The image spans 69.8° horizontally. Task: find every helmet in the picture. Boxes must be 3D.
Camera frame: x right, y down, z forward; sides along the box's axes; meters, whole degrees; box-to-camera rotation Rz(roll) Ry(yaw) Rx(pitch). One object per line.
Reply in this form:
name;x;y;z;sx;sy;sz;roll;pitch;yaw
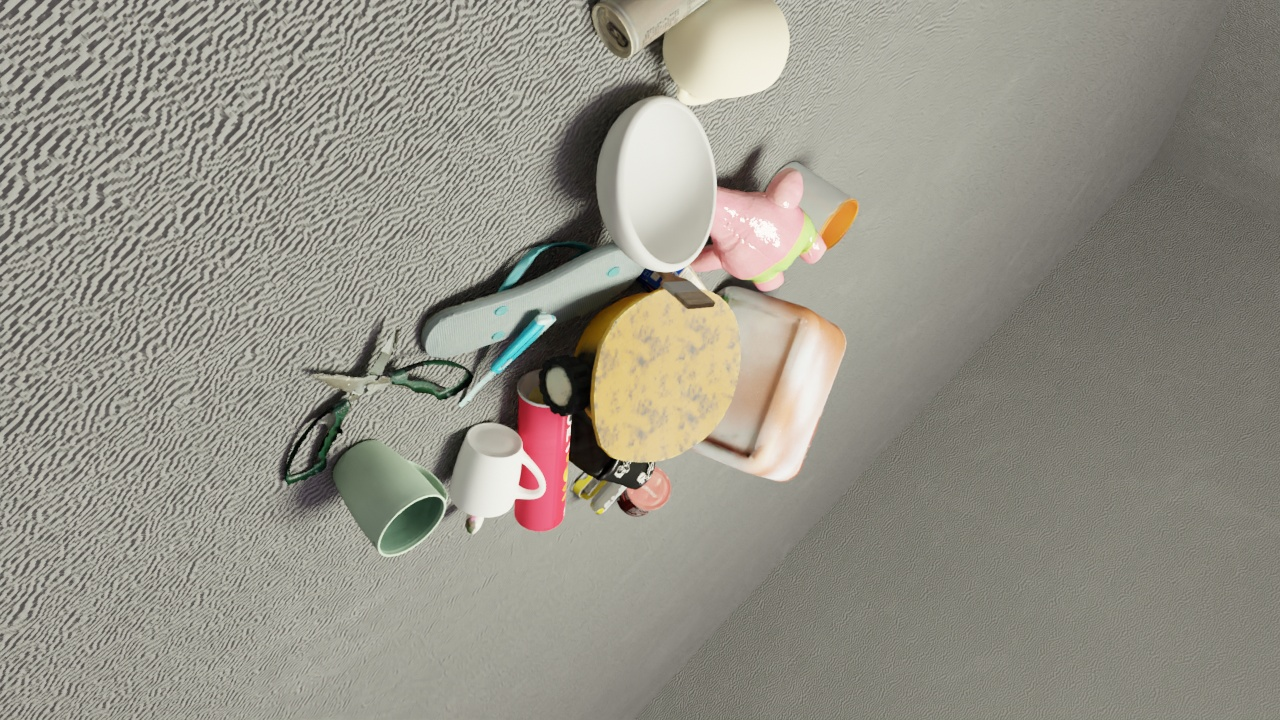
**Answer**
helmet;-0.007;0.006;1.094;0.254;0.131;0.205;-14;111;-43

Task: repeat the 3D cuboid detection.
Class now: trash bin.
trash bin;0.170;0.032;1.364;0.157;0.182;0.259;22;89;-61

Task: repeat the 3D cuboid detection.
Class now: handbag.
handbag;-0.038;0.106;1.256;0.115;0.125;0.153;-50;155;2

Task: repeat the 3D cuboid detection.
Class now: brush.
brush;0.025;-0.101;1.038;0.045;0.143;0.008;-7;131;-43

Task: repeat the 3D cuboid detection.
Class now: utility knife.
utility knife;-0.151;0.003;1.010;0.022;0.015;0.177;2;144;-46

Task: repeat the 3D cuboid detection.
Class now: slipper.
slipper;-0.113;-0.074;0.983;0.268;0.054;0.098;-25;152;-20

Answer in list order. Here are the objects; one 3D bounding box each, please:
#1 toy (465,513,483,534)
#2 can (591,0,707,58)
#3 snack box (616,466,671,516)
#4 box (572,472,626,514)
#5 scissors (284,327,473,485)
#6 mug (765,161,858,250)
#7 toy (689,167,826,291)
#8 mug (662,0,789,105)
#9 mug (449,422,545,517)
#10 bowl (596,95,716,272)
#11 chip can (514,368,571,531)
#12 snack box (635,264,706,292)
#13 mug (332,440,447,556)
toy;-0.193;0.174;1.205;0.122;0.038;0.079;-24;133;-58
can;0.023;-0.328;0.819;0.135;0.054;0.054;-40;154;-16
snack box;0.003;0.215;1.497;0.072;0.072;0.121;-40;175;-17
box;-0.016;0.145;1.438;0.210;0.070;0.067;-48;176;-3
scissors;-0.262;0.047;0.925;0.203;0.015;0.202;3;129;-55
mug;0.232;-0.212;1.260;0.082;0.105;0.082;-38;153;-23
toy;0.134;-0.169;1.175;0.192;0.096;0.236;-39;139;26
mug;0.071;-0.297;0.897;0.099;0.096;0.120;-20;155;-33
mug;-0.168;0.134;1.111;0.080;0.114;0.088;-91;-164;-58
bowl;0.006;-0.180;0.950;0.176;0.066;0.176;-8;100;-53
chip can;-0.124;0.118;1.163;0.069;0.069;0.221;-28;140;-37
snack box;0.048;-0.088;1.201;0.056;0.057;0.206;-49;154;-1
mug;-0.259;0.138;0.971;0.111;0.104;0.084;-4;130;-55
